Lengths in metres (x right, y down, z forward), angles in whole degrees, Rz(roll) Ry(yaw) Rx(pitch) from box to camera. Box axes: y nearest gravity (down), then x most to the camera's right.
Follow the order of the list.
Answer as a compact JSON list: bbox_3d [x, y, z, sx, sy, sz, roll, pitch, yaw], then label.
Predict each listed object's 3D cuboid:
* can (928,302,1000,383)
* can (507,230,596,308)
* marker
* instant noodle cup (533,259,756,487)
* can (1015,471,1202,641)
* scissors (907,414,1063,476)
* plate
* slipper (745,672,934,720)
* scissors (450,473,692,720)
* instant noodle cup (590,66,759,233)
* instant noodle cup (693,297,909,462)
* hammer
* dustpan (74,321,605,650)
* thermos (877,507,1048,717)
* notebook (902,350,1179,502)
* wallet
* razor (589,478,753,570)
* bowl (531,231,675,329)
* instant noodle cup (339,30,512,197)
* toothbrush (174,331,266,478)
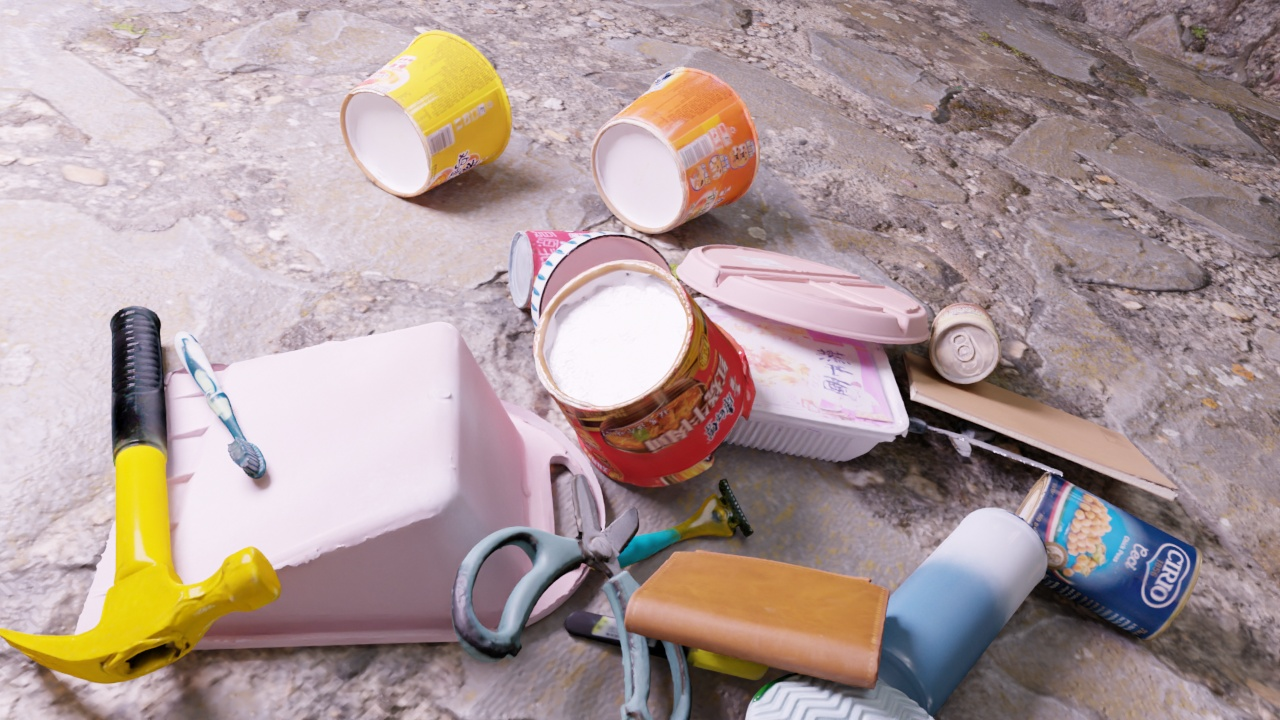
[{"bbox_3d":[0.290,-0.017,0.824,0.058,0.059,0.116,26,18,12],"label":"can"},{"bbox_3d":[-0.060,-0.078,0.788,0.093,0.067,0.066,-2,41,-23],"label":"can"},{"bbox_3d":[0.015,0.170,0.548,0.124,0.015,0.018,13,46,0],"label":"marker"},{"bbox_3d":[-0.004,0.004,0.623,0.138,0.108,0.137,-9,62,17],"label":"instant noodle cup"},{"bbox_3d":[0.323,0.137,0.654,0.111,0.075,0.075,29,39,17],"label":"can"},{"bbox_3d":[0.251,0.062,0.719,0.159,0.014,0.181,3,12,-43],"label":"scissors"},{"bbox_3d":[0.146,-0.064,0.817,0.229,0.028,0.229,12,16,-4],"label":"plate"},{"bbox_3d":[0.130,0.263,0.430,0.103,0.074,0.245,-12,62,-33],"label":"slipper"},{"bbox_3d":[-0.040,0.131,0.504,0.180,0.019,0.170,15,45,-39],"label":"scissors"},{"bbox_3d":[0.029,-0.205,0.926,0.151,0.152,0.111,33,48,20],"label":"instant noodle cup"},{"bbox_3d":[0.113,0.021,0.736,0.173,0.060,0.137,12,37,-9],"label":"instant noodle cup"},{"bbox_3d":[-0.291,0.058,0.532,0.128,0.033,0.300,-26,43,-9],"label":"hammer"},{"bbox_3d":[-0.170,0.092,0.581,0.273,0.139,0.222,-14,42,6],"label":"dustpan"},{"bbox_3d":[0.182,0.166,0.573,0.070,0.070,0.219,39,42,26],"label":"thermos"},{"bbox_3d":[0.330,0.048,0.786,0.211,0.012,0.149,22,17,7],"label":"notebook"},{"bbox_3d":[0.071,0.135,0.514,0.131,0.035,0.119,7,6,18],"label":"wallet"},{"bbox_3d":[0.016,0.115,0.604,0.132,0.028,0.043,-13,71,-38],"label":"razor"},{"bbox_3d":[-0.035,-0.048,0.732,0.116,0.116,0.066,-2,17,-23],"label":"bowl"},{"bbox_3d":[-0.209,-0.228,0.877,0.138,0.138,0.109,28,48,14],"label":"instant noodle cup"},{"bbox_3d":[-0.269,0.021,0.575,0.016,0.018,0.192,-47,46,-7],"label":"toothbrush"}]
